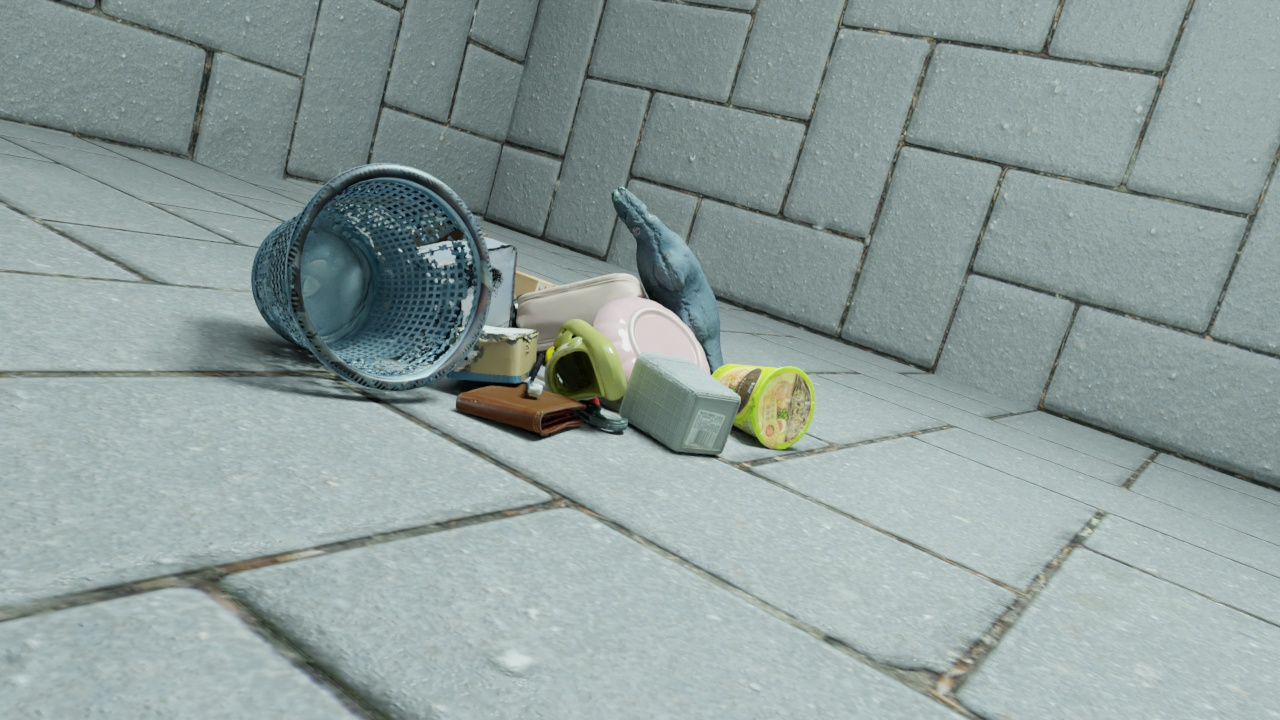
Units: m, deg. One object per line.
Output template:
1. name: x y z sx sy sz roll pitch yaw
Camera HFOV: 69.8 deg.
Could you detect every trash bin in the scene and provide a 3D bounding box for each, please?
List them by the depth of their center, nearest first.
1. trash bin: -0.305 -0.086 0.979 0.226 0.226 0.195 7 -2 -44

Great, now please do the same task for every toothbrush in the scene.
1. toothbrush: -0.119 0.014 1.066 0.018 0.016 0.181 14 11 -6

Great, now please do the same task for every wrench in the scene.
1. wrench: -0.067 0.043 1.171 0.056 0.016 0.273 11 10 -15

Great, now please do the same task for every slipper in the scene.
1. slipper: -0.078 0.005 1.092 0.081 0.092 0.191 -19 14 -17

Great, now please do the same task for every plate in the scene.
1. plate: 0.025 -0.010 1.215 0.192 0.039 0.192 26 44 -28

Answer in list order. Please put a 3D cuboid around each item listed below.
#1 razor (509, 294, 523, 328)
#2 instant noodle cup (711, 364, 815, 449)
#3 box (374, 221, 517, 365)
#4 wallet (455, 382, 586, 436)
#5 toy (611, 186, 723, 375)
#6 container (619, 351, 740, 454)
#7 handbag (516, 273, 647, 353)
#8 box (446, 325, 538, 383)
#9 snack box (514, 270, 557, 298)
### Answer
1. razor: -0.235 -0.064 1.379 0.167 0.062 0.068 -7 -14 -36
2. instant noodle cup: 0.155 0.054 1.252 0.111 0.111 0.123 9 3 -36
3. box: -0.285 -0.107 1.180 0.178 0.153 0.181 19 25 27
4. wallet: -0.127 0.050 0.995 0.101 0.032 0.124 16 8 18
5. toy: 0.053 -0.100 1.349 0.091 0.356 0.137 -23 15 16
6. container: 0.049 0.054 1.093 0.090 0.090 0.114 8 15 -37
7. handbag: -0.063 -0.047 1.396 0.193 0.093 0.234 -9 -13 16
8. box: -0.173 -0.010 1.100 0.090 0.061 0.184 5 2 3
9. snack box: -0.183 -0.090 1.494 0.077 0.093 0.094 22 5 27
